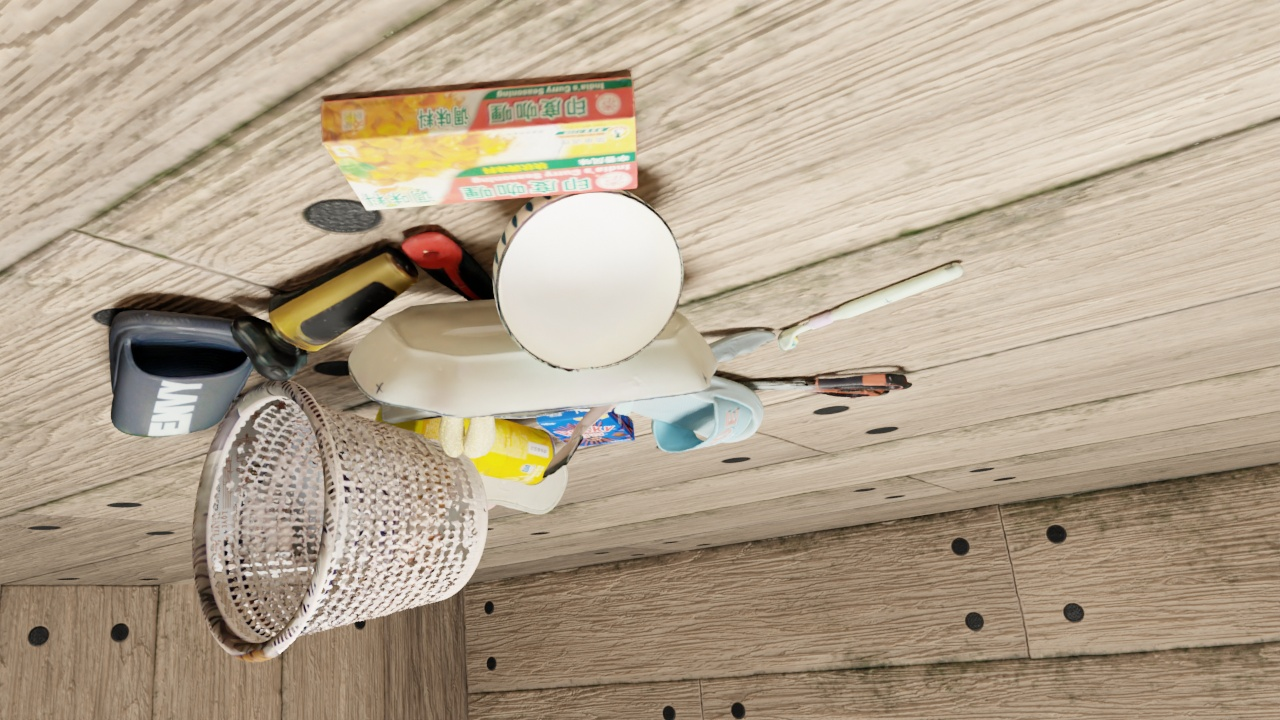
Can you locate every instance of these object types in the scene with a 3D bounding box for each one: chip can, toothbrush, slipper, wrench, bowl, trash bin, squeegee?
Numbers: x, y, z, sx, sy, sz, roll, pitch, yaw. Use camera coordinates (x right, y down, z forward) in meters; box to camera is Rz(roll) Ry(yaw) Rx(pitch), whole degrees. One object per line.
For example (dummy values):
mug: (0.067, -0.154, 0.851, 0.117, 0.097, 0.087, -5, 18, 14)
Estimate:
chip can: (-0.189, 0.090, 1.021, 0.072, 0.072, 0.213, -17, 156, 34)
toothbrush: (0.197, -0.047, 0.806, 0.190, 0.029, 0.020, -25, 114, 44)
slipper: (-0.384, 0.028, 0.767, 0.110, 0.083, 0.269, 3, 163, -32)
slipper: (0.047, 0.058, 0.995, 0.104, 0.074, 0.245, -19, 153, 37)
wrench: (-0.109, -0.044, 0.722, 0.056, 0.016, 0.273, -14, 162, 14)
bowl: (-0.038, -0.058, 0.577, 0.116, 0.117, 0.066, 0, -155, -17)
trash bin: (-0.252, 0.140, 0.813, 0.228, 0.227, 0.191, -19, 160, 37)
squeegee: (0.016, 0.025, 0.841, 0.249, 0.040, 0.248, -30, 176, -14)
slipper: (-0.193, 0.133, 1.131, 0.054, 0.114, 0.274, 17, 177, 39)

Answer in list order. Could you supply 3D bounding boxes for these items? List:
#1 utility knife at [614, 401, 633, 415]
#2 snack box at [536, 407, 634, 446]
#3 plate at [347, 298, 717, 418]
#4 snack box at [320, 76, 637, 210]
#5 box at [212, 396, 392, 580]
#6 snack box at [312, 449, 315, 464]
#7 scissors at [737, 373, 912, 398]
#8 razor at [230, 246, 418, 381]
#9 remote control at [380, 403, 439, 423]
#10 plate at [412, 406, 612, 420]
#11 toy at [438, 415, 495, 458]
utility knife: (-0.005, 0.005, 0.849, 0.034, 0.018, 0.217, -1, 152, -8)
snack box: (-0.064, 0.076, 1.110, 0.084, 0.026, 0.157, -8, 163, 10)
plate: (-0.069, -0.013, 0.653, 0.265, 0.034, 0.162, -5, -157, -26)
snack box: (-0.080, -0.113, 0.487, 0.156, 0.027, 0.077, -5, 164, -1)
box: (-0.345, 0.146, 0.996, 0.125, 0.178, 0.273, -12, 161, 23)
snack box: (-0.376, 0.112, 1.085, 0.207, 0.057, 0.058, 8, 156, -37)
scissors: (0.196, 0.032, 1.063, 0.206, 0.015, 0.196, -9, 167, 33)
razor: (-0.222, -0.034, 0.652, 0.168, 0.067, 0.062, -23, 140, 30)
remote control: (-0.179, 0.021, 0.846, 0.135, 0.056, 0.019, -11, 163, 17)
plate: (-0.127, 0.040, 0.917, 0.164, 0.034, 0.164, -4, 177, 33)
toy: (-0.152, 0.023, 0.777, 0.105, 0.066, 0.158, 17, 135, 11)
